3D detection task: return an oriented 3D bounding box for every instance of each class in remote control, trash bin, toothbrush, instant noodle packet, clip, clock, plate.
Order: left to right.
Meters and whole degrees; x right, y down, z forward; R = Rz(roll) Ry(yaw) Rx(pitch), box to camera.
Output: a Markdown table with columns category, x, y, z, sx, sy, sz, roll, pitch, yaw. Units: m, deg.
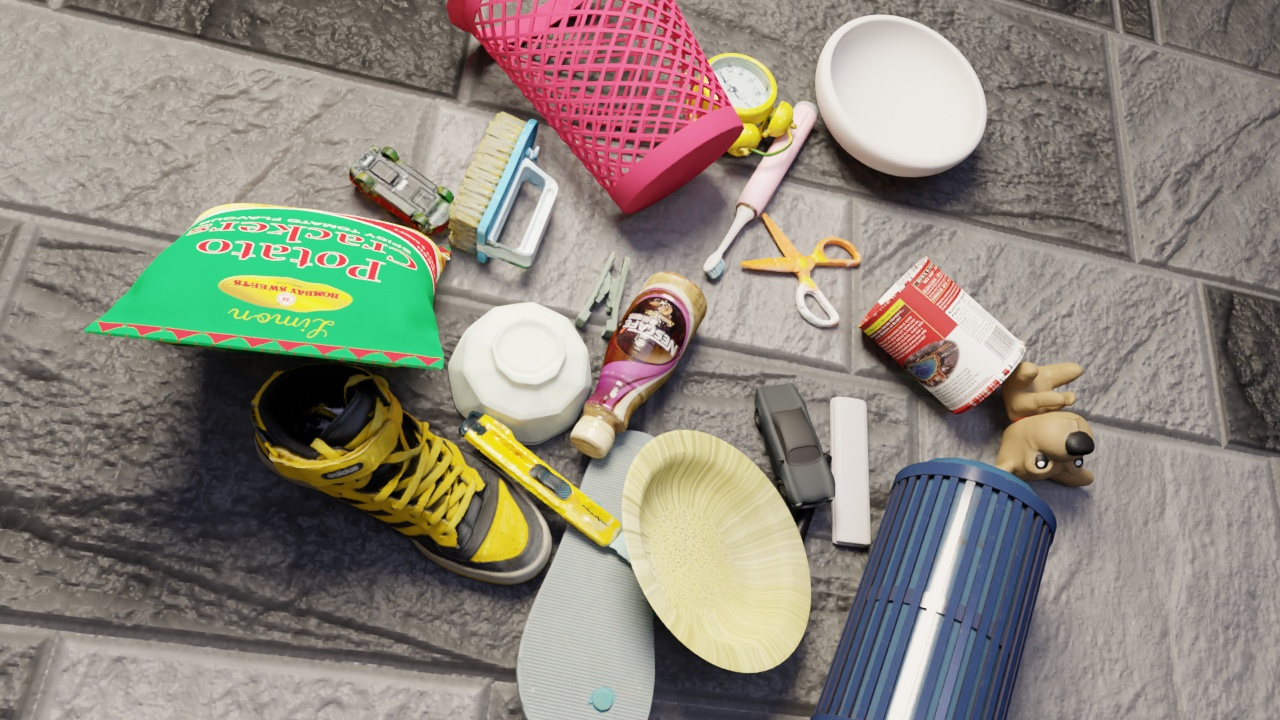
| category | x | y | z | sx | sy | sz | roll | pitch | yaw |
| --- | --- | --- | --- | --- | --- | --- | --- | --- | --- |
| instant noodle packet | -0.234 | -0.056 | 0.642 | 0.195 | 0.252 | 0.090 | 6 | 112 | -13 |
| clip | -0.036 | -0.060 | 0.787 | 0.050 | 0.023 | 0.078 | 8 | 70 | -13 |
| plate | 0.049 | 0.144 | 0.687 | 0.184 | 0.036 | 0.184 | 25 | 47 | -30 |
| clock | 0.095 | -0.236 | 0.869 | 0.083 | 0.057 | 0.118 | -32 | 74 | -24 |
| toothbrush | 0.113 | -0.162 | 0.865 | 0.026 | 0.027 | 0.222 | 48 | 61 | -31 |
| remote control | 0.181 | 0.095 | 0.791 | 0.033 | 0.012 | 0.130 | 9 | 68 | -12 |
| trash bin | 0.222 | 0.204 | 0.693 | 0.139 | 0.140 | 0.248 | 29 | 63 | -3 |

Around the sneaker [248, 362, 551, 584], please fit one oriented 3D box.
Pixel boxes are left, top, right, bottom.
| category | x | y | z | sx | sy | sz | roll | pitch | yaw |
| --- | --- | --- | --- | --- | --- | --- | --- | --- | --- |
| sneaker | -0.164 | 0.077 | 0.644 | 0.238 | 0.122 | 0.085 | 26 | 66 | -3 |

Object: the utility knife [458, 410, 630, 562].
| category | x | y | z | sx | sy | sz | roll | pitch | yaw |
| --- | --- | --- | --- | --- | --- | --- | --- | --- | --- |
| utility knife | -0.058 | 0.101 | 0.687 | 0.191 | 0.018 | 0.030 | 39 | 52 | 2 |

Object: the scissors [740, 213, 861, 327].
| category | x | y | z | sx | sy | sz | roll | pitch | yaw |
| --- | --- | --- | --- | --- | --- | --- | --- | --- | --- |
| scissors | 0.151 | -0.082 | 0.852 | 0.125 | 0.011 | 0.128 | -1 | 70 | -16 |

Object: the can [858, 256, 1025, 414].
| category | x | y | z | sx | sy | sz | roll | pitch | yaw |
| --- | --- | --- | --- | --- | --- | --- | --- | --- | --- |
| can | 0.267 | -0.021 | 0.818 | 0.116 | 0.087 | 0.086 | 43 | 65 | 4 |

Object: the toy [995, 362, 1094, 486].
| category | x | y | z | sx | sy | sz | roll | pitch | yaw |
| --- | --- | --- | --- | --- | --- | --- | --- | --- | --- |
| toy | 0.350 | 0.058 | 0.810 | 0.134 | 0.106 | 0.108 | 1 | 80 | -19 |

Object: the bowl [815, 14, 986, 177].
| category | x | y | z | sx | sy | sz | roll | pitch | yaw |
| --- | --- | --- | --- | --- | --- | --- | --- | --- | --- |
| bowl | 0.249 | -0.252 | 0.912 | 0.176 | 0.066 | 0.176 | 5 | 68 | -13 |

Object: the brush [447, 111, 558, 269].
| category | x | y | z | sx | sy | sz | roll | pitch | yaw |
| --- | --- | --- | --- | --- | --- | --- | --- | --- | --- |
| brush | -0.107 | -0.149 | 0.782 | 0.075 | 0.055 | 0.135 | 19 | 66 | -2 |

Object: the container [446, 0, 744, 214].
| category | x | y | z | sx | sy | sz | roll | pitch | yaw |
| --- | --- | --- | --- | --- | --- | --- | --- | --- | --- |
| container | -0.026 | -0.255 | 0.792 | 0.182 | 0.184 | 0.225 | -34 | 89 | -24 |

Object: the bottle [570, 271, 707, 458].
| category | x | y | z | sx | sy | sz | roll | pitch | yaw |
| --- | --- | --- | --- | --- | --- | --- | --- | --- | --- |
| bottle | -0.004 | 0.004 | 0.748 | 0.059 | 0.060 | 0.165 | 32 | 64 | -2 |

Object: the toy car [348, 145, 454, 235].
| category | x | y | z | sx | sy | sz | roll | pitch | yaw |
| --- | --- | --- | --- | --- | --- | --- | --- | --- | --- |
| toy car | -0.198 | -0.140 | 0.765 | 0.091 | 0.036 | 0.042 | 33 | 64 | 0 |

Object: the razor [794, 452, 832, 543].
| category | x | y | z | sx | sy | sz | roll | pitch | yaw |
| --- | --- | --- | --- | --- | --- | --- | --- | --- | --- |
| razor | 0.131 | 0.138 | 0.755 | 0.043 | 0.022 | 0.144 | 29 | 65 | -4 |

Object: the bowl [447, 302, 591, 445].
| category | x | y | z | sx | sy | sz | roll | pitch | yaw |
| --- | --- | --- | --- | --- | --- | --- | --- | --- | --- |
| bowl | -0.092 | 0.003 | 0.726 | 0.117 | 0.061 | 0.117 | 5 | 68 | -12 |

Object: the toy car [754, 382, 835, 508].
| category | x | y | z | sx | sy | sz | roll | pitch | yaw |
| --- | --- | --- | --- | --- | --- | --- | --- | --- | --- |
| toy car | 0.128 | 0.069 | 0.765 | 0.046 | 0.034 | 0.112 | -8 | 58 | -13 |

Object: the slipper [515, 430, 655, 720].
| category | x | y | z | sx | sy | sz | roll | pitch | yaw |
| --- | --- | --- | --- | --- | --- | --- | --- | --- | --- |
| slipper | -0.033 | 0.174 | 0.689 | 0.098 | 0.055 | 0.268 | 15 | 55 | -7 |
